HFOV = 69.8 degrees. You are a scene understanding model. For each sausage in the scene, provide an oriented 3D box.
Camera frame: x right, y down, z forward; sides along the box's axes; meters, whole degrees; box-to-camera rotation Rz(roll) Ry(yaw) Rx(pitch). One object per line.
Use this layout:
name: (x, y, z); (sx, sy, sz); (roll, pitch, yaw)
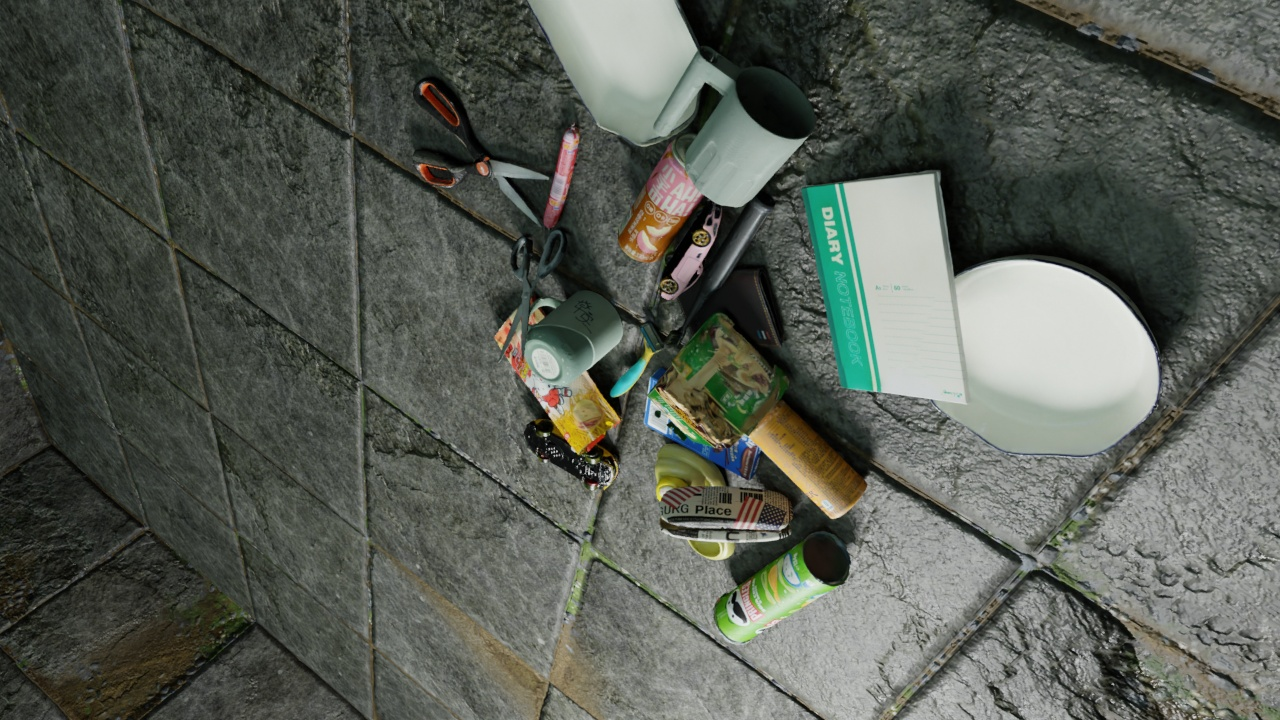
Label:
sausage: (-0.090, -0.208, 1.051); (0.020, 0.020, 0.156); (36, 138, 13)

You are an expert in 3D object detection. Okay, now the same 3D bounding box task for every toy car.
toy car: (-0.100, 0.130, 1.312); (0.156, 0.041, 0.071); (24, 134, 23)
toy car: (0.055, -0.114, 0.968); (0.037, 0.056, 0.123); (22, 132, -13)

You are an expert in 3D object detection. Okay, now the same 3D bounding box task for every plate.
plate: (-0.027, -0.338, 0.881); (0.162, 0.034, 0.266); (-16, 110, 46)
plate: (0.349, -0.006, 0.814); (0.205, 0.045, 0.205); (22, 134, 25)

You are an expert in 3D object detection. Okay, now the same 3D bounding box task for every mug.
mug: (0.081, -0.214, 0.842); (0.124, 0.083, 0.104); (33, 142, -6)
mug: (-0.096, -0.034, 1.129); (0.112, 0.106, 0.082); (36, 139, 14)

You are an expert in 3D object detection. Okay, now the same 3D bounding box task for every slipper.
slipper: (0.068, 0.198, 1.194); (0.092, 0.081, 0.191); (2, 125, 37)

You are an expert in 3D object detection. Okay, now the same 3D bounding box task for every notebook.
notebook: (0.226, -0.065, 0.849); (0.151, 0.012, 0.209); (7, 116, 53)

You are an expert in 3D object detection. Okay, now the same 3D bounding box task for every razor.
razor: (-0.007, 0.007, 1.143); (0.043, 0.028, 0.133); (59, 141, 23)

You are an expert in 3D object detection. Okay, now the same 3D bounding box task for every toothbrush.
toothbrush: (0.078, -0.089, 0.968); (0.026, 0.027, 0.213); (59, 136, 30)

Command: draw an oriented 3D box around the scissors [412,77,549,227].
scissors: (-0.208, -0.250, 1.117); (0.221, 0.021, 0.224); (-2, 119, 42)

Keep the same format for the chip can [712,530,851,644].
chip can: (0.177, 0.296, 1.182); (0.072, 0.072, 0.237); (43, 139, 5)

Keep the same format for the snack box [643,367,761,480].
snack box: (0.078, 0.078, 1.128); (0.157, 0.026, 0.085); (28, 136, 22)

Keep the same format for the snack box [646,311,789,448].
snack box: (0.075, 0.030, 1.030); (0.118, 0.117, 0.106); (45, 160, -7)

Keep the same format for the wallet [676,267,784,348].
wallet: (0.095, -0.059, 1.013); (0.122, 0.020, 0.096); (4, 124, 42)

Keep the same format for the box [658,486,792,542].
box: (0.104, 0.182, 1.116); (0.163, 0.074, 0.079); (4, 101, 4)

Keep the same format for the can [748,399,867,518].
can: (0.185, 0.109, 1.036); (0.146, 0.058, 0.058); (45, 140, 3)

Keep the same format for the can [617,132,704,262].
can: (0.028, -0.165, 0.953); (0.058, 0.057, 0.148); (43, 140, 5)

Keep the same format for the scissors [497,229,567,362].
scissors: (-0.136, -0.085, 1.108); (0.172, 0.014, 0.159); (-46, 45, 16)

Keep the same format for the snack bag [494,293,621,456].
snack bag: (-0.113, 0.022, 1.231); (0.208, 0.073, 0.129); (52, 141, 6)
